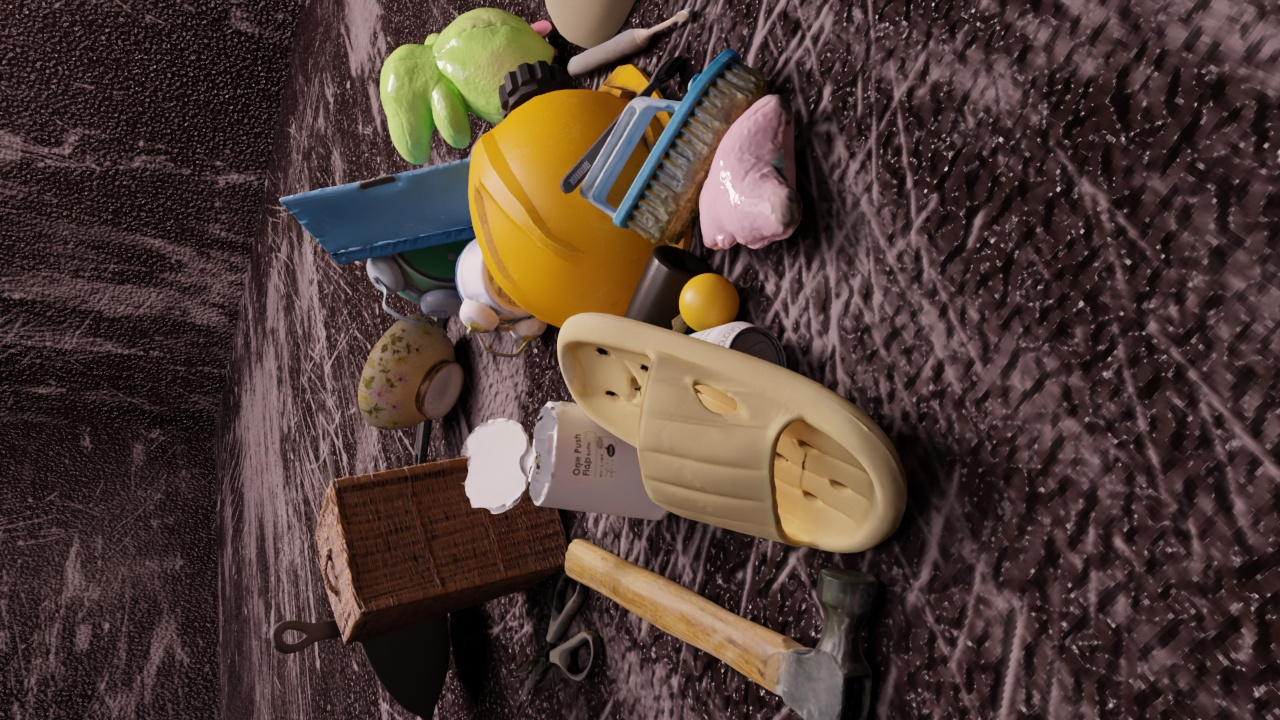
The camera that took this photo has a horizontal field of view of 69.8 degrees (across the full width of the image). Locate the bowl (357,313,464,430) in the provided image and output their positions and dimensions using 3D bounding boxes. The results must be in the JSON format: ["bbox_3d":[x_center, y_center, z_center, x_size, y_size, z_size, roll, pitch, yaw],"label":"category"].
[{"bbox_3d":[-0.248,0.023,1.050,0.063,0.145,0.145,23,107,20],"label":"bowl"}]

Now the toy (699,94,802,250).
[{"bbox_3d":[0.066,-0.106,0.578,0.096,0.052,0.099,-39,47,55],"label":"toy"}]

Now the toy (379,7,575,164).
[{"bbox_3d":[-0.174,-0.284,0.915,0.197,0.107,0.150,-26,53,18],"label":"toy"}]

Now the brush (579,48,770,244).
[{"bbox_3d":[0.023,-0.150,0.619,0.075,0.055,0.136,37,105,14],"label":"brush"}]

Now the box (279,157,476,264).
[{"bbox_3d":[-0.219,-0.174,0.894,0.232,0.112,0.094,-7,60,18],"label":"box"}]

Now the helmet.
[{"bbox_3d":[-0.070,-0.132,0.740,0.206,0.131,0.255,-48,46,44],"label":"helmet"}]

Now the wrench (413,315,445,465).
[{"bbox_3d":[-0.265,0.005,1.159,0.073,0.018,0.273,19,102,59],"label":"wrench"}]

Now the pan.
[{"bbox_3d":[-0.248,0.247,0.878,0.354,0.024,0.216,50,-161,-75],"label":"pan"}]

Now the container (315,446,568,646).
[{"bbox_3d":[-0.176,0.161,0.799,0.113,0.198,0.113,-50,55,50],"label":"container"}]

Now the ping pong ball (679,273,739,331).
[{"bbox_3d":[0.046,-0.038,0.612,0.040,0.040,0.040,-18,69,57],"label":"ping pong ball"}]

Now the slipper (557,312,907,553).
[{"bbox_3d":[0.025,0.047,0.526,0.262,0.079,0.111,25,141,42],"label":"slipper"}]

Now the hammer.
[{"bbox_3d":[0.029,0.172,0.613,0.331,0.033,0.132,5,90,61],"label":"hammer"}]

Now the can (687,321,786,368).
[{"bbox_3d":[0.044,0.008,0.592,0.102,0.054,0.055,-15,72,58],"label":"can"}]

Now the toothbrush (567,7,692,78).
[{"bbox_3d":[-0.012,-0.267,0.774,0.186,0.024,0.022,4,127,59],"label":"toothbrush"}]

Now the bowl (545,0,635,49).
[{"bbox_3d":[-0.049,-0.363,0.825,0.153,0.050,0.152,-18,69,57],"label":"bowl"}]

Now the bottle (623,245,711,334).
[{"bbox_3d":[-0.004,0.004,0.684,0.185,0.045,0.045,-65,35,28],"label":"bottle"}]

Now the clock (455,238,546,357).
[{"bbox_3d":[-0.126,-0.065,0.866,0.052,0.088,0.125,-6,78,53],"label":"clock"}]

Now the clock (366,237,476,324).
[{"bbox_3d":[-0.232,-0.111,1.003,0.076,0.122,0.161,-40,27,51],"label":"clock"}]

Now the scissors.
[{"bbox_3d":[-0.073,0.253,0.785,0.150,0.012,0.165,31,109,58],"label":"scissors"}]

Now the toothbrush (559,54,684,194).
[{"bbox_3d":[-0.012,-0.176,0.672,0.013,0.013,0.167,-6,41,49],"label":"toothbrush"}]

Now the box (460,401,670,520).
[{"bbox_3d":[-0.053,0.076,0.668,0.136,0.146,0.084,154,123,-68],"label":"box"}]
